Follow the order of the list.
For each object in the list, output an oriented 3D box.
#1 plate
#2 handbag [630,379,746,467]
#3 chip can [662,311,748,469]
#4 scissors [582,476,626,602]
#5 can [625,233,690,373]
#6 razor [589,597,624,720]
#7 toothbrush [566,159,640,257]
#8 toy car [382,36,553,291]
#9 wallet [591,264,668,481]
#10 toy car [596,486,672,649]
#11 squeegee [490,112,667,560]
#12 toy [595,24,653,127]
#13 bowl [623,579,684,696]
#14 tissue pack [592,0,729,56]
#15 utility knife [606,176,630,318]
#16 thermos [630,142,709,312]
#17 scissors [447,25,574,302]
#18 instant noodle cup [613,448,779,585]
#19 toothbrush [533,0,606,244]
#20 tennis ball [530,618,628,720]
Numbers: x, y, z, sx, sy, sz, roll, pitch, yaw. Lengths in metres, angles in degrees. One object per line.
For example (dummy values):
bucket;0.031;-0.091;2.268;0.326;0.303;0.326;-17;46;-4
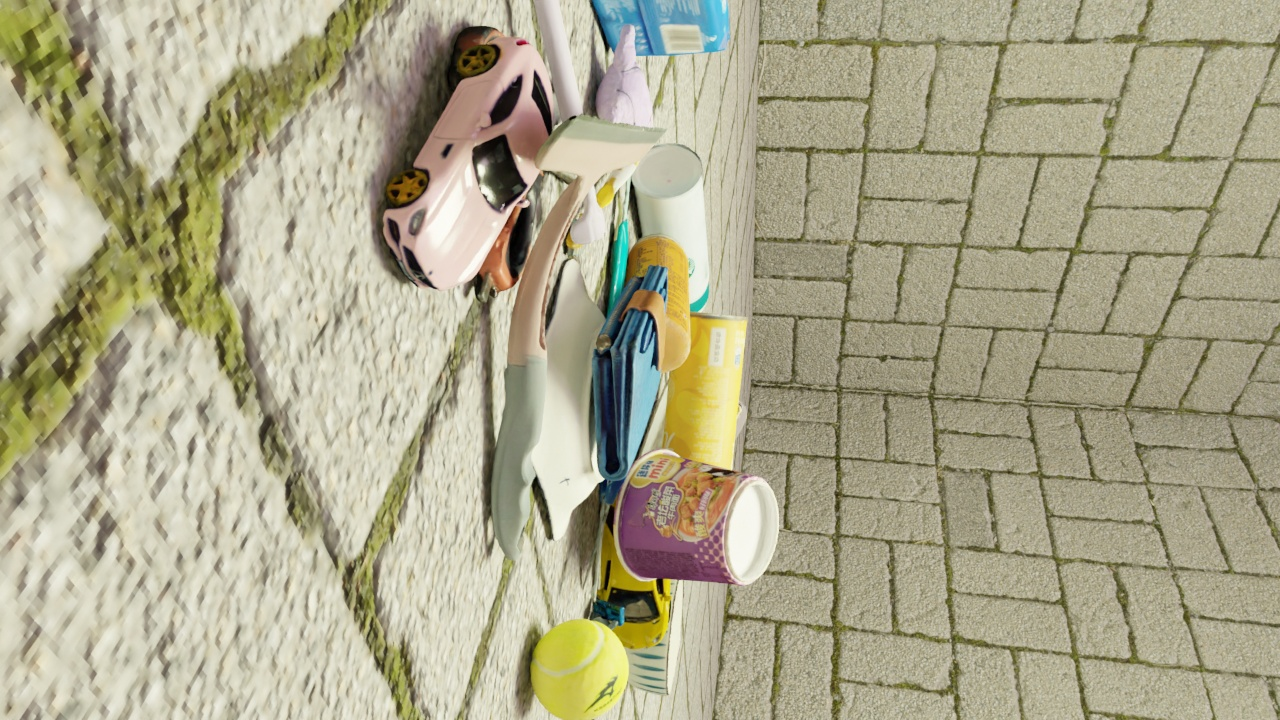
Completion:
plate;-0.040;0.029;0.648;0.164;0.034;0.163;82;15;-48
handbag;0.048;0.094;0.994;0.197;0.098;0.145;26;85;-80
chip can;0.055;0.062;0.853;0.072;0.072;0.213;-10;106;-80
scissors;-0.026;0.109;0.727;0.172;0.012;0.163;-85;-169;-45
can;0.014;-0.053;0.807;0.145;0.058;0.058;-87;175;-53
razor;-0.042;0.275;0.776;0.043;0.022;0.142;2;-98;56
toothbrush;-0.026;-0.124;0.704;0.190;0.016;0.018;-67;171;-55
toy car;-0.066;-0.084;0.389;0.056;0.037;0.122;65;40;-55
wallet;-0.004;0.004;0.638;0.132;0.040;0.106;-70;166;-59
toy car;-0.003;0.182;0.810;0.041;0.071;0.156;-27;121;-80
squeegee;-0.052;-0.008;0.487;0.247;0.040;0.250;-55;161;-75
toy;-0.010;-0.198;0.710;0.108;0.039;0.083;42;58;-77
bowl;0.003;0.259;0.885;0.116;0.066;0.116;6;89;-81
tissue pack;0.013;-0.273;0.664;0.157;0.095;0.052;50;43;-73
utility knife;-0.019;-0.080;0.784;0.029;0.013;0.223;30;67;-79
thermos;0.035;-0.117;0.934;0.224;0.073;0.073;78;19;-59
scissors;-0.064;-0.120;0.508;0.189;0.015;0.226;80;16;-55
instant noodle cup;0.049;0.129;0.735;0.111;0.099;0.111;-2;92;-52
toothbrush;-0.043;-0.150;0.515;0.029;0.021;0.189;-43;140;-34
tennis ball;-0.041;0.207;0.614;0.065;0.065;0.065;5;89;-80
